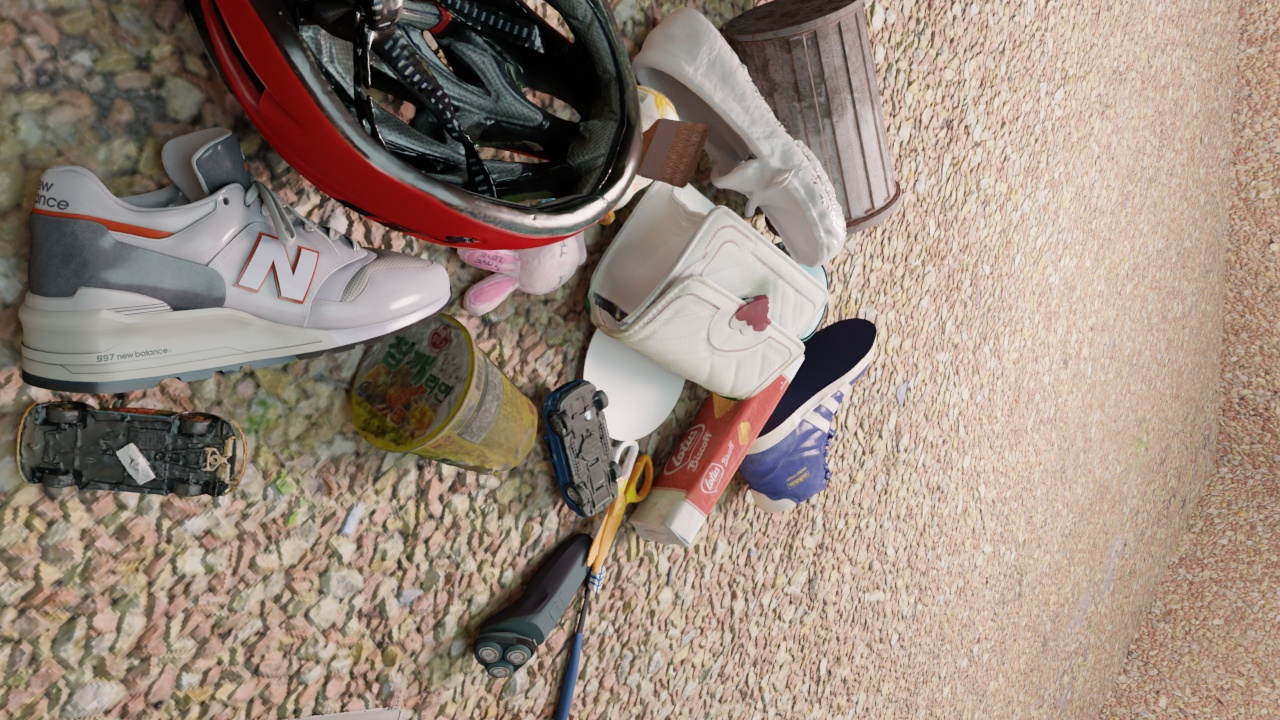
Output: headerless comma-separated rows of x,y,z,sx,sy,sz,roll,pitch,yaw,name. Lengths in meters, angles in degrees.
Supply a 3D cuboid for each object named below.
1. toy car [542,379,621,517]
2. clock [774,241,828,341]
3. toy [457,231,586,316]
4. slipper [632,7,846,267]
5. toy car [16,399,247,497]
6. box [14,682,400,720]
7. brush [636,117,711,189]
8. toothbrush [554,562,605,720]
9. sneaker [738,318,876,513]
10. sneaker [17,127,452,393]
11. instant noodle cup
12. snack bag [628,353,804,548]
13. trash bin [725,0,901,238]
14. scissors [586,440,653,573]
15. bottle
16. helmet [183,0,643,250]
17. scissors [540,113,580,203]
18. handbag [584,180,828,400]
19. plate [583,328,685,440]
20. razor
-0.053,0.073,0.761,0.056,0.044,0.120,-32,124,-37,toy car
0.144,-0.070,0.926,0.124,0.053,0.090,34,75,-47,clock
-0.083,-0.073,0.683,0.109,0.047,0.064,-21,134,-27,toy
0.087,-0.175,0.771,0.074,0.112,0.247,-43,108,-4,slipper
-0.278,0.047,0.511,0.111,0.047,0.047,8,95,-19,toy car
-0.330,0.312,0.711,0.168,0.404,0.171,17,89,-49,box
-0.009,-0.160,0.668,0.008,0.143,0.045,21,93,-46,brush
-0.058,0.265,0.834,0.014,0.014,0.167,9,94,-59,toothbrush
0.189,0.066,0.983,0.232,0.092,0.118,-40,123,-32,sneaker
-0.217,-0.066,0.512,0.239,0.089,0.124,-19,117,-39,sneaker
-0.129,0.032,0.639,0.102,0.102,0.108,-64,146,-12,instant noodle cup
0.073,0.075,0.874,0.041,0.078,0.224,45,67,-19,snack bag
0.162,-0.218,0.847,0.130,0.131,0.211,-40,126,-33,trash bin
-0.024,0.128,0.813,0.070,0.013,0.130,58,46,-36,scissors
-0.014,-0.160,0.721,0.063,0.063,0.108,43,69,-45,bottle
-0.117,-0.172,0.524,0.271,0.167,0.217,30,63,-35,helmet
-0.050,-0.173,0.676,0.015,0.135,0.135,18,45,-20,scissors
0.060,-0.050,0.782,0.198,0.096,0.142,25,102,-49,handbag
-0.005,0.005,0.818,0.134,0.011,0.135,-16,112,-44,plate
-0.083,0.200,0.769,0.142,0.052,0.047,-50,131,-39,razor
